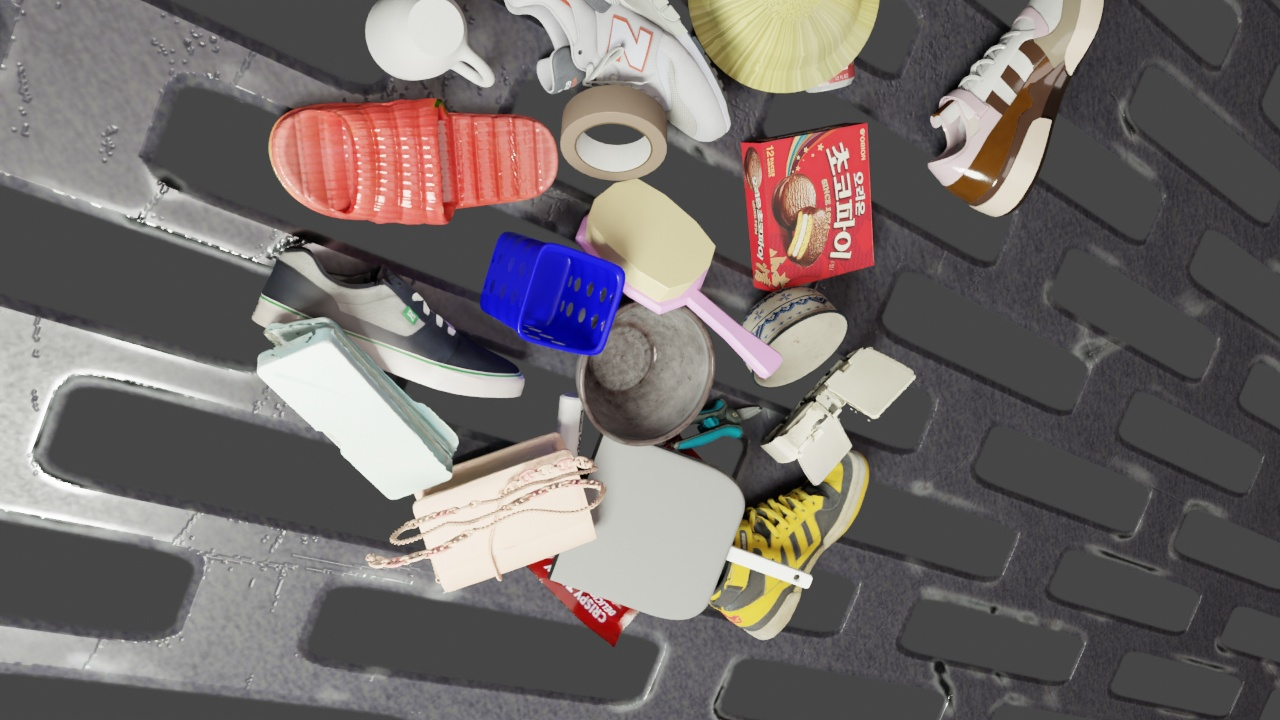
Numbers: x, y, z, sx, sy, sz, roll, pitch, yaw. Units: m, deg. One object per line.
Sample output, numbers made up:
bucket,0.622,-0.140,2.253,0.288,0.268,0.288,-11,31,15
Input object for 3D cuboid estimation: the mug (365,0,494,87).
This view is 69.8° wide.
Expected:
mug,-0.160,-0.253,0.737,0.107,0.089,0.071,29,89,-30

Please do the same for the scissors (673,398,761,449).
scissors,0.081,0.072,0.965,0.130,0.134,0.019,29,133,-16

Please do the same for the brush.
brush,0.043,-0.073,0.843,0.228,0.043,0.089,42,61,8

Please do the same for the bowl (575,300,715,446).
bowl,-0.006,0.005,0.899,0.144,0.067,0.145,-7,107,-25

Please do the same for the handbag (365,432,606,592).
handbag,-0.123,0.165,0.809,0.198,0.187,0.117,-18,110,-10

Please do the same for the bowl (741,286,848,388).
bowl,0.152,-0.031,0.959,0.115,0.059,0.116,-22,148,-15

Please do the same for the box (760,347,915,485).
box,0.208,0.059,0.953,0.081,0.182,0.143,44,85,4

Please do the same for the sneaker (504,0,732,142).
sneaker,-0.029,-0.270,0.810,0.124,0.089,0.240,-39,109,-8

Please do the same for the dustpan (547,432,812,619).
dustpan,0.055,0.185,0.931,0.257,0.033,0.163,20,94,-2

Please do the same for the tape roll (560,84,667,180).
tape roll,-0.023,-0.199,0.810,0.093,0.094,0.030,18,60,-30

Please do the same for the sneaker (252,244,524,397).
sneaker,-0.198,-0.031,0.784,0.235,0.084,0.079,21,93,-26

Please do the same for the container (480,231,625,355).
container,-0.082,-0.062,0.815,0.085,0.114,0.084,15,96,-30

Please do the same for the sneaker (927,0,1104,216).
sneaker,0.401,-0.315,1.015,0.116,0.111,0.294,20,94,-10

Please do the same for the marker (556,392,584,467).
marker,-0.074,0.095,0.913,0.025,0.025,0.126,1,103,-28

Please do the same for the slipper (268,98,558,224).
slipper,-0.177,-0.167,0.771,0.248,0.059,0.103,-6,106,-27

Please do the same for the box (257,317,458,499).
box,-0.226,0.043,0.753,0.199,0.086,0.072,59,45,-46

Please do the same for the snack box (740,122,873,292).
snack box,0.178,-0.163,0.966,0.132,0.036,0.152,-16,110,-23

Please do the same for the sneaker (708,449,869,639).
sneaker,0.149,0.184,1.016,0.122,0.086,0.238,32,86,-29

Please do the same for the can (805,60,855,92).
can,0.182,-0.321,0.915,0.054,0.054,0.097,-21,112,-21

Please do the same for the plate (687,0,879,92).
plate,0.138,-0.347,0.855,0.184,0.036,0.184,-1,100,-3

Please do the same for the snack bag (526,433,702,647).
snack bag,-0.001,0.184,0.955,0.207,0.067,0.139,-45,111,-9
